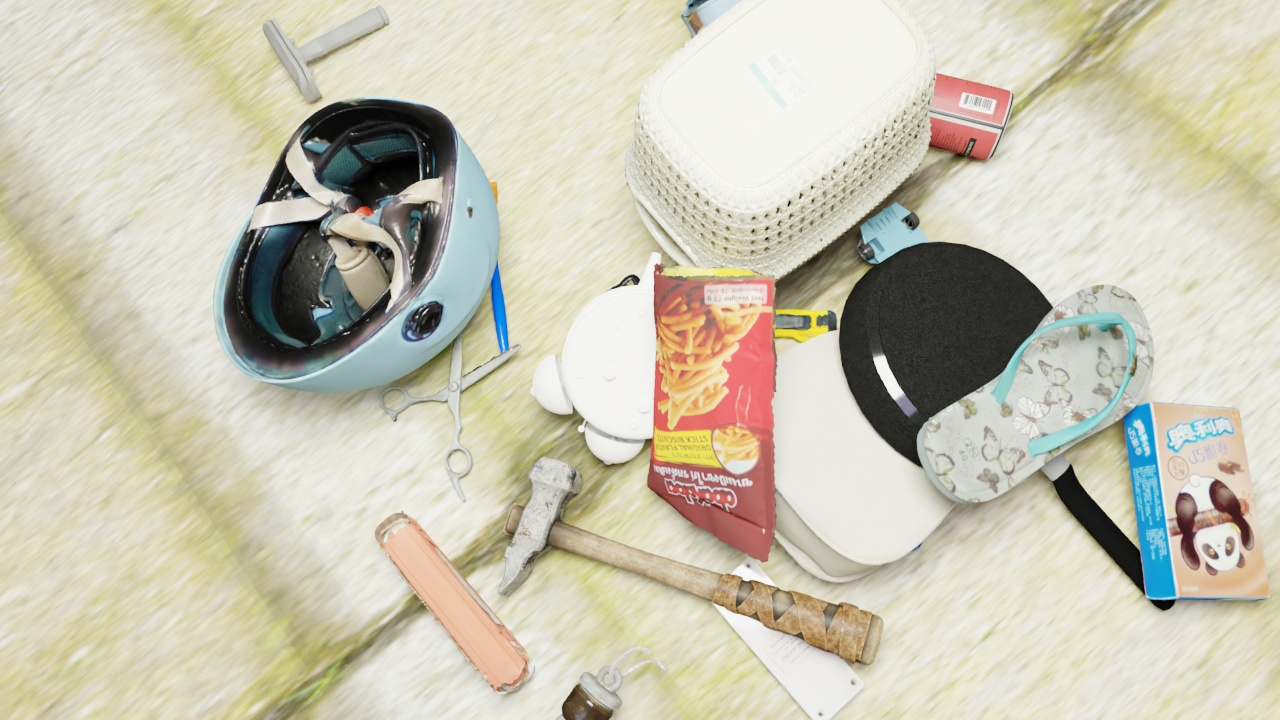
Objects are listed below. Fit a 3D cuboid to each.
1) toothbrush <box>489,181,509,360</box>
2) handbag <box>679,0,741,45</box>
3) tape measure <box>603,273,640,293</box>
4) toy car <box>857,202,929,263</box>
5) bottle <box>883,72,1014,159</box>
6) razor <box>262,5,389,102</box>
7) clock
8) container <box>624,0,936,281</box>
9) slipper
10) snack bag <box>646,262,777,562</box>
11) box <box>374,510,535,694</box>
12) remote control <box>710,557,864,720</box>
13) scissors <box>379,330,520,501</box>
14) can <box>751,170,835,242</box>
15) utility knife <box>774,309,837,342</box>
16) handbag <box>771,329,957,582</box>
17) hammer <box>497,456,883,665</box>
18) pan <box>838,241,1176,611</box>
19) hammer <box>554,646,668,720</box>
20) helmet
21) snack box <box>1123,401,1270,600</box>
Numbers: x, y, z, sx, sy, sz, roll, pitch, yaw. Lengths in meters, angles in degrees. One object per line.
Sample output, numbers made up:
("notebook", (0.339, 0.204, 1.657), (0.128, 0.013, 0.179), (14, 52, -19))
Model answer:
("toothbrush", (-0.134, -0.087, 0.860), (0.018, 0.016, 0.182), (-9, 74, -1))
("handbag", (0.115, -0.327, 0.850), (0.191, 0.119, 0.122), (-50, 116, -17))
("tape measure", (-0.011, -0.039, 0.822), (0.061, 0.034, 0.061), (-40, 72, 4))
("toy car", (0.235, -0.083, 0.811), (0.060, 0.027, 0.108), (-34, 90, -9))
("bottle", (0.240, -0.234, 0.832), (0.177, 0.062, 0.062), (18, 78, 11))
("razor", (-0.311, -0.327, 0.933), (0.116, 0.047, 0.088), (-32, 74, -10))
("clock", (-0.005, 0.005, 0.769), (0.125, 0.072, 0.161), (44, 98, -9))
("container", (0.109, -0.187, 0.714), (0.246, 0.143, 0.184), (-40, 76, -5))
("slipper", (0.322, 0.022, 0.696), (0.268, 0.055, 0.098), (-34, 83, -24))
("snack bag", (0.055, 0.033, 0.695), (0.139, 0.066, 0.208), (14, 112, 47))
("box", (-0.160, 0.202, 0.773), (0.187, 0.056, 0.059), (44, 116, 16))
("remote control", (0.117, 0.228, 0.751), (0.050, 0.011, 0.136), (-41, 73, -5))
("scissors", (-0.169, 0.041, 0.829), (0.142, 0.014, 0.174), (-12, 79, 10))
("can", (0.127, -0.162, 0.819), (0.090, 0.074, 0.089), (-2, 75, 6))
("utility knife", (0.101, -0.032, 0.821), (0.151, 0.017, 0.030), (0, 70, 10))
("handbag", (0.172, 0.067, 0.759), (0.199, 0.093, 0.200), (-31, 73, -23))
("hammer", (0.036, 0.178, 0.750), (0.319, 0.049, 0.121), (16, 80, 13))
("pan", (0.310, 0.052, 0.734), (0.203, 0.044, 0.355), (-36, 82, -26))
("hammer", (-0.102, 0.351, 0.710), (0.177, 0.079, 0.326), (36, 82, 14))
("helmet", (-0.228, -0.081, 0.786), (0.225, 0.167, 0.265), (28, 78, 32))
("snack box", (0.435, 0.111, 0.721), (0.087, 0.034, 0.151), (4, 74, -14))
